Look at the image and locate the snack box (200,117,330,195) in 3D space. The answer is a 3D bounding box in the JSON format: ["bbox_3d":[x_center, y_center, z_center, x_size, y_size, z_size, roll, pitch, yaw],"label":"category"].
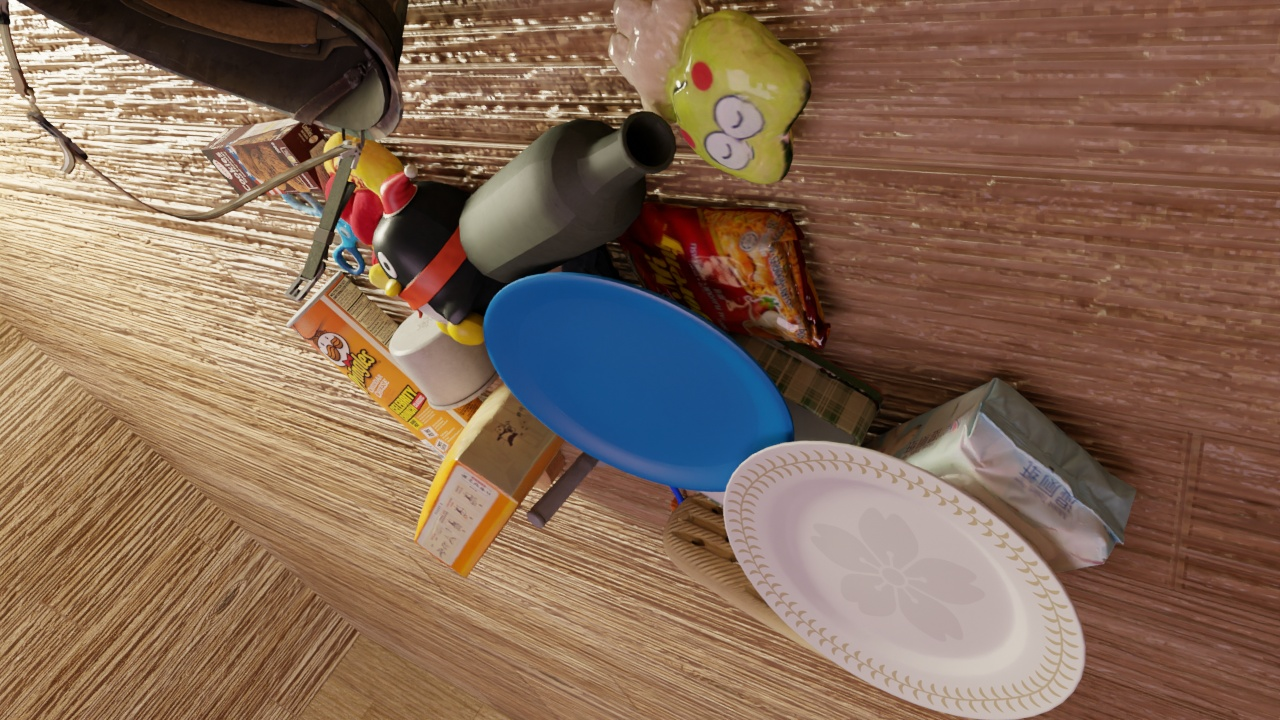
[{"bbox_3d":[-0.310,-0.170,0.772,0.141,0.031,0.051,7,141,41],"label":"snack box"}]

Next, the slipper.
[{"bbox_3d":[0.134,0.189,0.769,0.262,0.111,0.079,18,145,35],"label":"slipper"}]

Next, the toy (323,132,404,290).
[{"bbox_3d":[-0.208,-0.115,0.723,0.106,0.067,0.137,18,140,40],"label":"toy"}]

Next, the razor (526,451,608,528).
[{"bbox_3d":[-0.061,0.106,0.841,0.047,0.116,0.088,48,150,-10],"label":"razor"}]

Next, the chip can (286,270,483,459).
[{"bbox_3d":[-0.250,0.010,0.937,0.215,0.075,0.075,45,150,-19],"label":"chip can"}]

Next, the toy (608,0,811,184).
[{"bbox_3d":[0.031,-0.138,0.452,0.115,0.046,0.092,36,158,14],"label":"toy"}]

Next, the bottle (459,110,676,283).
[{"bbox_3d":[-0.044,-0.097,0.543,0.071,0.071,0.207,44,156,-17],"label":"bottle"}]

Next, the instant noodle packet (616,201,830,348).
[{"bbox_3d":[0.051,-0.053,0.566,0.136,0.039,0.098,12,148,38],"label":"instant noodle packet"}]

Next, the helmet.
[{"bbox_3d":[-0.221,-0.170,0.473,0.225,0.236,0.192,-6,166,37],"label":"helmet"}]

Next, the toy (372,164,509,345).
[{"bbox_3d":[-0.144,-0.081,0.663,0.119,0.099,0.097,38,173,-21],"label":"toy"}]

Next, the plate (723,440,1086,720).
[{"bbox_3d":[0.162,0.143,0.598,0.243,0.016,0.243,27,141,24],"label":"plate"}]

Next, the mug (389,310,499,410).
[{"bbox_3d":[-0.159,-0.013,0.816,0.113,0.084,0.070,-22,123,17],"label":"mug"}]

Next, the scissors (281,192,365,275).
[{"bbox_3d":[-0.270,-0.114,0.839,0.134,0.012,0.134,23,149,18],"label":"scissors"}]

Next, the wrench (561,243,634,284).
[{"bbox_3d":[-0.005,0.004,0.726,0.073,0.022,0.274,18,147,29],"label":"wrench"}]

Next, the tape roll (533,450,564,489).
[{"bbox_3d":[-0.129,0.100,0.994,0.094,0.027,0.094,26,150,16],"label":"tape roll"}]

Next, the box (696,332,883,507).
[{"bbox_3d":[0.089,0.056,0.681,0.118,0.050,0.206,28,151,7],"label":"box"}]

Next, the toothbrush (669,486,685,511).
[{"bbox_3d":[0.013,0.090,0.844,0.018,0.016,0.182,17,147,39],"label":"toothbrush"}]

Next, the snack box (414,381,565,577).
[{"bbox_3d":[-0.130,0.091,0.835,0.080,0.144,0.196,35,142,-1],"label":"snack box"}]

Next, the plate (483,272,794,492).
[{"bbox_3d":[-0.001,0.015,0.623,0.224,0.024,0.225,19,147,13],"label":"plate"}]

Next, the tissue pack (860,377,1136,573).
[{"bbox_3d":[0.205,0.088,0.584,0.112,0.069,0.182,38,152,-2],"label":"tissue pack"}]
